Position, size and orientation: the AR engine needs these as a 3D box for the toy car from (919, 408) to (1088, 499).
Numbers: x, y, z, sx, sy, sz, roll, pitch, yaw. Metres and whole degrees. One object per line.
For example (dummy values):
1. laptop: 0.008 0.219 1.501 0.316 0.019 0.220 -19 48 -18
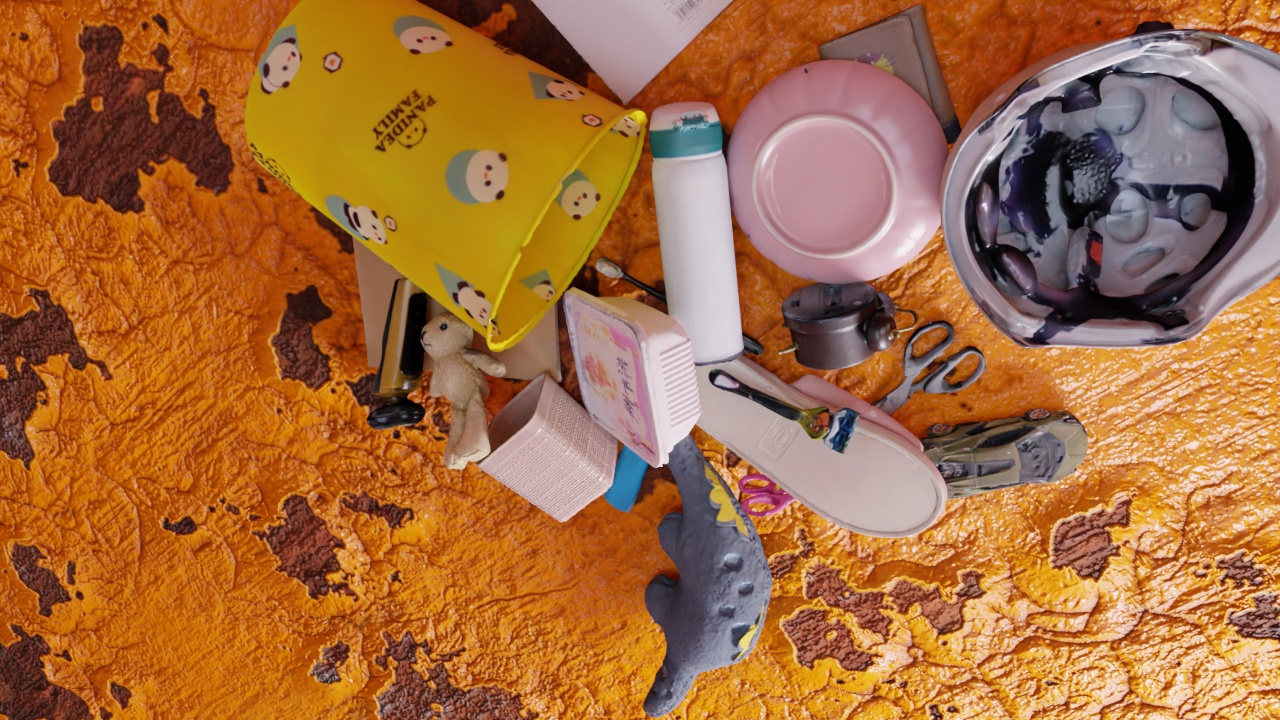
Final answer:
1. toy car: 0.330 0.087 0.849 0.158 0.042 0.070 -14 109 16

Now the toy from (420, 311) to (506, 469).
1. toy: -0.178 0.027 0.887 0.105 0.066 0.157 -23 71 43

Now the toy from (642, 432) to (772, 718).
1. toy: 0.065 0.238 0.948 0.138 0.091 0.357 14 114 20

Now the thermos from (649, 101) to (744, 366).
1. thermos: 0.048 -0.111 0.807 0.073 0.073 0.224 -3 109 14

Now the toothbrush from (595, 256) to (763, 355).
1. toothbrush: 0.037 -0.050 0.871 0.181 0.018 0.016 28 108 -2

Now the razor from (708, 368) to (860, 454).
1. razor: 0.125 0.040 0.835 0.143 0.022 0.043 24 109 17

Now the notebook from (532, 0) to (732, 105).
1. notebook: -0.031 -0.342 0.763 0.151 0.012 0.209 -39 100 24

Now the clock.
1. clock: 0.182 -0.033 0.808 0.122 0.081 0.055 -7 115 17

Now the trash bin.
1. trash bin: -0.162 -0.169 0.760 0.255 0.229 0.230 32 116 4

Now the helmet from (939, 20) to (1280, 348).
1. helmet: 0.350 -0.132 0.692 0.259 0.145 0.229 -16 110 9

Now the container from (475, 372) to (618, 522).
1. container: -0.088 0.090 0.914 0.111 0.090 0.090 41 116 -19

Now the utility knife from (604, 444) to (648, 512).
1. utility knife: 0.006 0.069 0.927 0.034 0.018 0.203 17 116 -8

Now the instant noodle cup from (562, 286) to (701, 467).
1. instant noodle cup: -0.005 0.005 0.836 0.060 0.173 0.138 -19 113 -23

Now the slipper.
1. slipper: 0.159 0.073 0.872 0.274 0.054 0.114 29 113 13

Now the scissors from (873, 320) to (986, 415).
1. scissors: 0.248 0.040 0.862 0.142 0.014 0.173 8 115 11

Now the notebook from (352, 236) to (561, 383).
1. notebook: -0.184 -0.055 0.923 0.212 0.012 0.150 4 113 11

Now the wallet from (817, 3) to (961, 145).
1. wallet: 0.205 -0.219 0.752 0.090 0.033 0.115 -16 105 20

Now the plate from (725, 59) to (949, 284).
1. plate: 0.156 -0.148 0.763 0.193 0.038 0.193 13 122 22

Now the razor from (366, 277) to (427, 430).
1. razor: -0.236 -0.006 0.921 0.068 0.062 0.168 27 114 37

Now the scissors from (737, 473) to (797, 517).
1. scissors: 0.164 0.132 0.901 0.135 0.064 0.017 -1 124 4
